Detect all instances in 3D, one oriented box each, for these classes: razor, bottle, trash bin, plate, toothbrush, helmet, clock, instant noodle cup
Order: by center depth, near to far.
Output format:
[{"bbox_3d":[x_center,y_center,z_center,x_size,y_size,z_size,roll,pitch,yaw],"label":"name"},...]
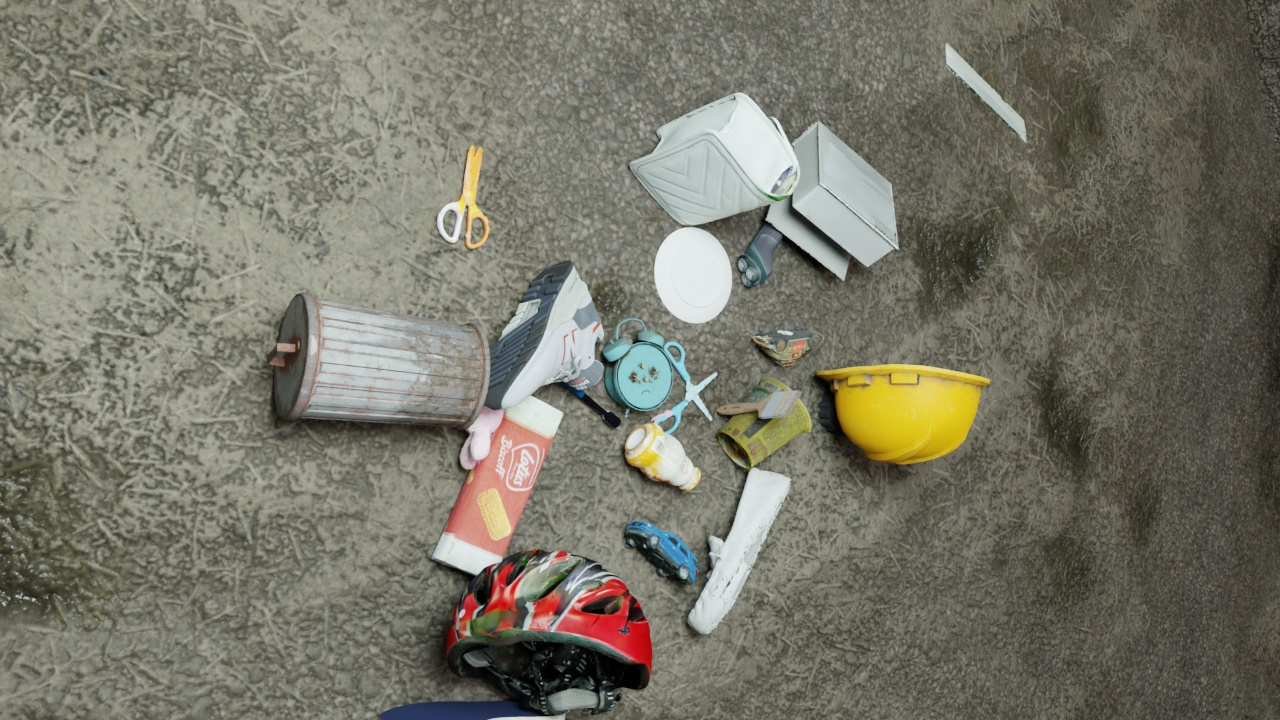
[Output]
[{"bbox_3d":[-0.282,0.006,0.976,0.210,0.131,0.130,8,84,-34],"label":"trash bin"},{"bbox_3d":[-0.100,0.302,1.029,0.272,0.218,0.166,56,28,-56],"label":"helmet"},{"bbox_3d":[-0.087,0.033,1.168,0.167,0.014,0.014,41,79,-22],"label":"toothbrush"},{"bbox_3d":[-0.007,0.007,1.199,0.089,0.053,0.124,-14,96,-34],"label":"clock"},{"bbox_3d":[0.032,0.131,1.213,0.108,0.063,0.063,39,68,-25],"label":"bottle"},{"bbox_3d":[0.078,-0.120,1.284,0.134,0.011,0.134,1,87,-33],"label":"plate"},{"bbox_3d":[0.170,0.094,1.292,0.108,0.102,0.102,-39,109,-19],"label":"instant noodle cup"},{"bbox_3d":[0.368,0.082,1.319,0.205,0.256,0.131,11,82,-32],"label":"helmet"},{"bbox_3d":[0.186,-0.170,1.340,0.052,0.047,0.142,33,66,-2],"label":"razor"}]

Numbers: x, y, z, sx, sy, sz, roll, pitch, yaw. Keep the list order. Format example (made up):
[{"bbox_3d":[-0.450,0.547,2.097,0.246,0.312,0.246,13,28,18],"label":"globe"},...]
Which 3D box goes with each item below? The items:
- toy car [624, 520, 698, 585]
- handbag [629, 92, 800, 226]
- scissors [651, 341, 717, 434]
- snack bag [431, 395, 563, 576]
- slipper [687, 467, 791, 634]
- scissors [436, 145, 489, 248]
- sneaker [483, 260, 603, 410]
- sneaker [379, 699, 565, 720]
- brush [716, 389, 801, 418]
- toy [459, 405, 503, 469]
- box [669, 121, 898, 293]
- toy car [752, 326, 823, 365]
[{"bbox_3d":[0.029,0.251,1.216,0.120,0.056,0.043,46,59,-26],"label":"toy car"},{"bbox_3d":[0.098,-0.253,1.192,0.142,0.199,0.096,45,64,-24],"label":"handbag"},{"bbox_3d":[0.054,0.040,1.265,0.134,0.015,0.135,-39,111,-34],"label":"scissors"},{"bbox_3d":[-0.167,0.147,1.099,0.077,0.041,0.225,30,74,-26],"label":"snack bag"},{"bbox_3d":[0.130,0.260,1.269,0.246,0.075,0.112,-62,149,-16],"label":"slipper"},{"bbox_3d":[-0.211,-0.200,1.100,0.070,0.013,0.130,5,86,-33],"label":"scissors"},{"bbox_3d":[-0.100,-0.005,1.096,0.124,0.089,0.239,51,42,-31],"label":"sneaker"},{"bbox_3d":[-0.196,0.460,1.044,0.232,0.092,0.118,12,84,-40],"label":"sneaker"},{"bbox_3d":[0.154,0.064,1.248,0.008,0.143,0.045,49,56,-23],"label":"brush"},{"bbox_3d":[-0.187,0.070,1.071,0.047,0.064,0.109,19,66,-31],"label":"toy"},{"bbox_3d":[0.208,-0.197,1.461,0.168,0.405,0.171,33,55,-22],"label":"box"},{"bbox_3d":[0.215,-0.020,1.349,0.111,0.047,0.047,-9,116,-27],"label":"toy car"}]
